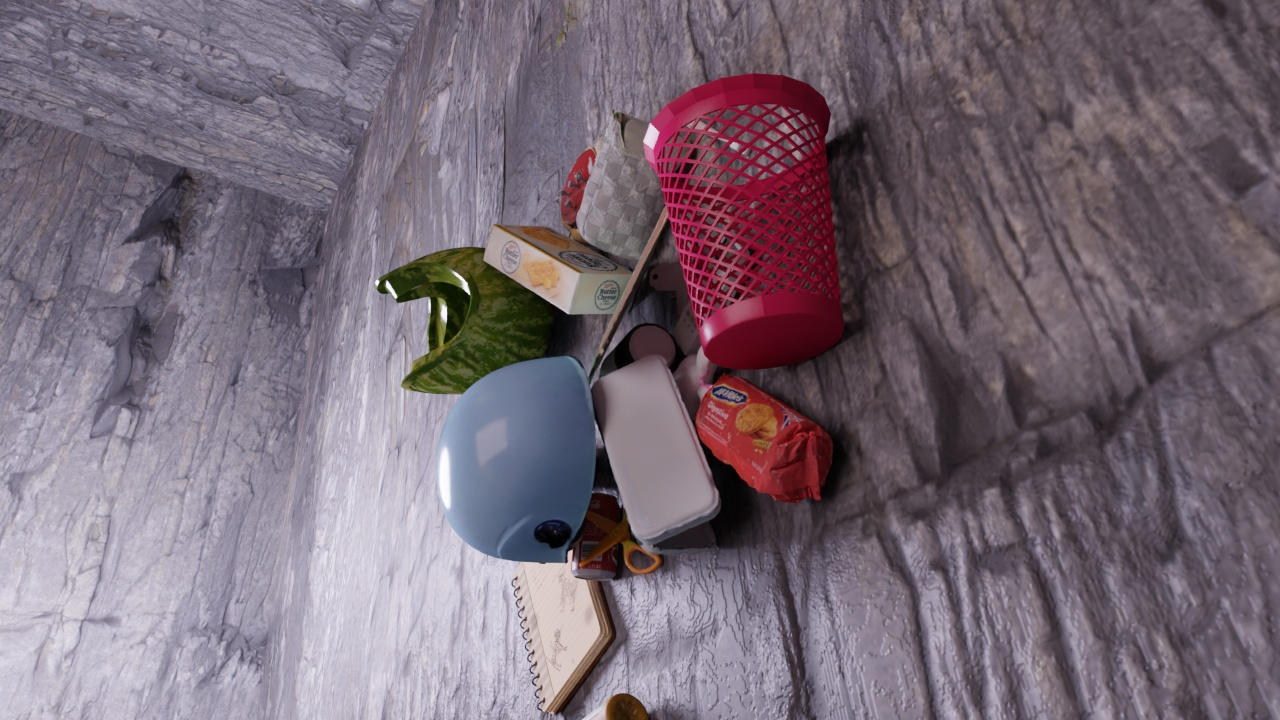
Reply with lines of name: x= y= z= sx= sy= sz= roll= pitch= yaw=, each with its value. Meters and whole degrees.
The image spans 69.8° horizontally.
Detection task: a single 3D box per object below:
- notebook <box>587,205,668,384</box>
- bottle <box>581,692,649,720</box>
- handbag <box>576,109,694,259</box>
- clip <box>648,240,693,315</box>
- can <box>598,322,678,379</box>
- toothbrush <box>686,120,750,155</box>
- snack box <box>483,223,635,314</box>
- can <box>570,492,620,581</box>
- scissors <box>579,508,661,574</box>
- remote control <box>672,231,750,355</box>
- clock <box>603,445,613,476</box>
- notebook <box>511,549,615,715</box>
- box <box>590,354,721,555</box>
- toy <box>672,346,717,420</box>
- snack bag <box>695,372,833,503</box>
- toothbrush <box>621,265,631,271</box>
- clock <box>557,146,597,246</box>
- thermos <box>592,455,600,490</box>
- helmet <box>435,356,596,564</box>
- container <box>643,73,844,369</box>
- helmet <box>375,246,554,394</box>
notebook: x=-0.019 y=-0.063 z=1.055 sx=0.181 sy=0.010 sz=0.253 roll=-64 pitch=1 yaw=-11
bottle: x=-0.059 y=0.421 z=0.993 sx=0.187 sy=0.053 sz=0.053 roll=-50 pitch=37 yaw=37
handbag: x=-0.018 y=-0.222 z=1.186 sx=0.123 sy=0.112 sz=0.171 roll=-140 pitch=68 yaw=-69
clip: x=0.042 y=-0.096 z=1.108 sx=0.054 sy=0.038 sz=0.101 roll=-3 pitch=71 yaw=35
can: x=-0.006 y=0.006 z=1.079 sx=0.128 sy=0.064 sz=0.064 roll=135 pitch=141 yaw=-61
toothbrush: x=0.087 y=-0.278 z=1.120 sx=0.016 sy=0.018 sz=0.181 roll=-65 pitch=29 yaw=15
snack box: x=-0.110 y=-0.125 z=1.235 sx=0.208 sy=0.104 sz=0.057 roll=32 pitch=115 yaw=41
can: x=-0.052 y=0.209 z=1.085 sx=0.054 sy=0.054 sz=0.096 roll=-27 pitch=53 yaw=53
scissors: x=-0.019 y=0.189 z=1.035 sx=0.125 sy=0.011 sz=0.129 roll=23 pitch=81 yaw=35
remote control: x=0.081 y=-0.069 z=1.019 sx=0.144 sy=0.024 sz=0.049 roll=-62 pitch=31 yaw=24
clock: x=-0.007 y=0.092 z=1.060 sx=0.119 sy=0.057 sz=0.083 roll=44 pitch=115 yaw=58
notebook: x=-0.105 y=0.309 z=1.160 sx=0.168 sy=0.024 sz=0.225 roll=-58 pitch=33 yaw=25
box: x=0.017 y=0.108 z=0.956 sx=0.108 sy=0.110 sz=0.216 roll=-21 pitch=50 yaw=4
toy: x=0.056 y=0.029 z=1.000 sx=0.126 sy=0.037 sz=0.076 roll=147 pitch=124 yaw=-62
snack bag: x=0.108 y=0.071 z=0.850 sx=0.176 sy=0.082 sz=0.082 roll=35 pitch=107 yaw=61
toothbrush: x=-0.049 y=-0.131 z=1.285 sx=0.135 sy=0.017 sz=0.021 roll=19 pitch=91 yaw=61
clock: x=-0.074 y=-0.226 z=1.309 sx=0.159 sy=0.081 sz=0.117 roll=-63 pitch=31 yaw=19
thermos: x=-0.135 y=0.149 z=1.248 sx=0.231 sy=0.067 sz=0.068 roll=-10 pitch=68 yaw=60
helmet: x=-0.138 y=0.112 z=1.022 sx=0.266 sy=0.166 sz=0.225 roll=120 pitch=144 yaw=-44
container: x=0.107 y=-0.119 z=0.863 sx=0.184 sy=0.183 sz=0.225 roll=-35 pitch=55 yaw=49
helmet: x=-0.247 y=-0.057 z=1.372 sx=0.244 sy=0.247 sz=0.213 roll=-23 pitch=75 yaw=15
